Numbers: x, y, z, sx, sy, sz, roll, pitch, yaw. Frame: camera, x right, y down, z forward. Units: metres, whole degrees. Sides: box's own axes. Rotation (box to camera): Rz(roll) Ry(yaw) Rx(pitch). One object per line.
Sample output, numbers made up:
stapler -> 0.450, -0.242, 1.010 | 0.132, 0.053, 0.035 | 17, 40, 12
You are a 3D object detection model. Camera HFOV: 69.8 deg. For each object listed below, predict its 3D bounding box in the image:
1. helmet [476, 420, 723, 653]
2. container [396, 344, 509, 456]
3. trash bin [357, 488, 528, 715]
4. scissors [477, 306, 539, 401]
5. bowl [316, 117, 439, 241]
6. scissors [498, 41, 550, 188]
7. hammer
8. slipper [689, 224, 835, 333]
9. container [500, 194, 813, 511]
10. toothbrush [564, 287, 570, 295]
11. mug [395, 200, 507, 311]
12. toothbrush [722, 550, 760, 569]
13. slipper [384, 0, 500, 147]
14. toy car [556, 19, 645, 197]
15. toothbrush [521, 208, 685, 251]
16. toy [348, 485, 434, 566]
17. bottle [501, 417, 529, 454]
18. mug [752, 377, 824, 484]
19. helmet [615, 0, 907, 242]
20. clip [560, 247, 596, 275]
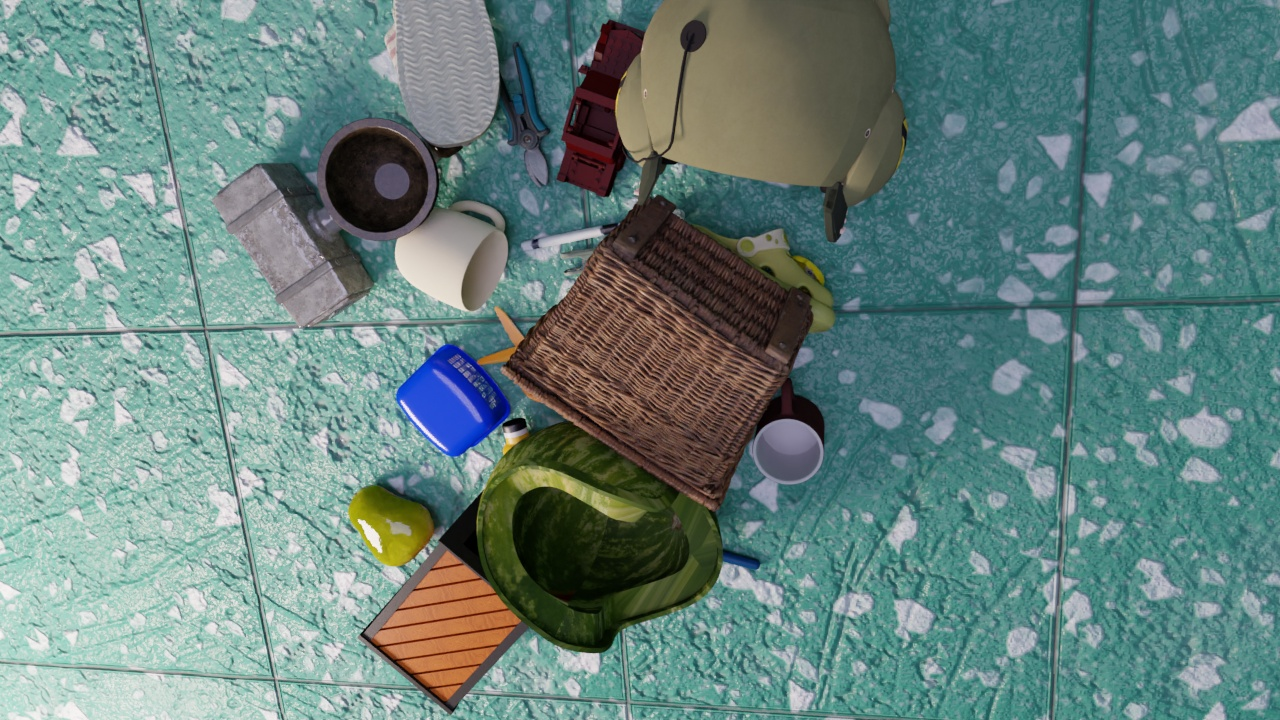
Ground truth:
helmet -> -0.045, 0.171, 0.969 | 0.243, 0.246, 0.213 | 27, 101, 33
container -> -0.221, 0.050, 1.065 | 0.096, 0.058, 0.114 | -41, 94, 19
trash bin -> -0.204, 0.281, 1.085 | 0.139, 0.139, 0.172 | 40, 110, -1
scissors -> -0.127, -0.012, 1.053 | 0.131, 0.011, 0.125 | -30, 99, 16
bowl -> -0.263, -0.185, 0.945 | 0.121, 0.056, 0.121 | 0, 100, 2
scissors -> -0.122, -0.264, 0.975 | 0.133, 0.019, 0.146 | 33, 109, 2
hammer -> -0.291, -0.188, 1.009 | 0.327, 0.079, 0.177 | -31, 97, 12
slipper -> 0.121, -0.097, 0.947 | 0.190, 0.092, 0.081 | 30, 78, -2
container -> 0.030, -0.020, 0.878 | 0.250, 0.161, 0.184 | 33, 127, 1
toothbrush -> -0.011, -0.088, 1.004 | 0.155, 0.015, 0.022 | -10, 73, 15
mug -> -0.206, -0.125, 0.999 | 0.100, 0.096, 0.120 | 24, 71, 13
toothbrush -> 0.058, 0.219, 1.079 | 0.168, 0.014, 0.014 | 14, 103, 8
slipper -> -0.209, -0.346, 0.940 | 0.115, 0.052, 0.263 | -10, 89, -2
toy car -> -0.037, -0.255, 0.936 | 0.070, 0.061, 0.170 | 21, 109, 5
toothbrush -> -0.043, -0.142, 0.994 | 0.187, 0.017, 0.012 | -9, 77, 15
toy -> -0.311, 0.199, 1.131 | 0.110, 0.051, 0.090 | 43, 107, 0
bottle -> -0.131, 0.139, 1.080 | 0.043, 0.043, 0.144 | -11, 103, 14
mug -> 0.158, 0.068, 0.977 | 0.073, 0.082, 0.106 | -2, 105, 12
helmet -> 0.110, -0.241, 0.796 | 0.250, 0.255, 0.233 | 12, 111, 7
clip -> -0.050, -0.111, 1.002 | 0.076, 0.023, 0.044 | -8, 102, 12
